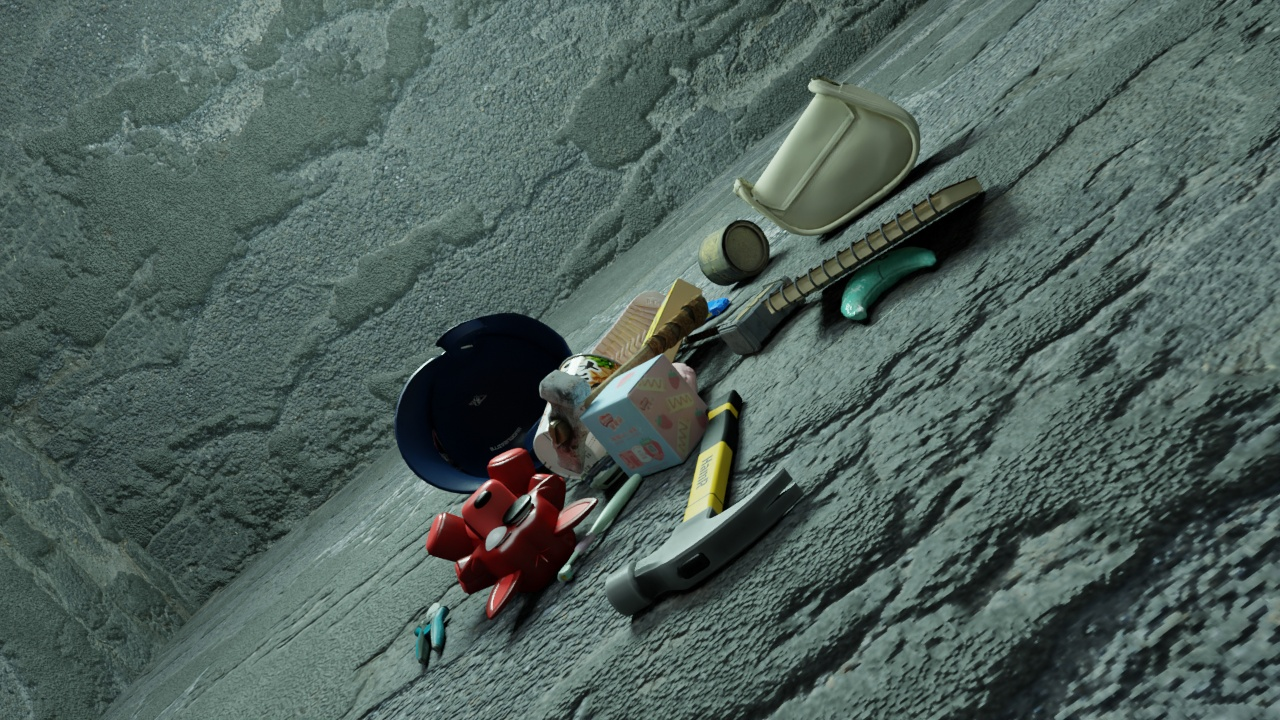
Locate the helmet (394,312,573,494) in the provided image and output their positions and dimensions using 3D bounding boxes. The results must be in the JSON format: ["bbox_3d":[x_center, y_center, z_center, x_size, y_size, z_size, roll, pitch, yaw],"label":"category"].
[{"bbox_3d":[-0.220,0.080,1.332,0.271,0.232,0.224,-34,-16,-28],"label":"helmet"}]

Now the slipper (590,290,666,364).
[{"bbox_3d":[-0.019,-0.003,1.322,0.238,0.094,0.065,-61,-1,-38],"label":"slipper"}]

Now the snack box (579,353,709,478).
[{"bbox_3d":[0.008,0.061,0.985,0.093,0.095,0.079,-28,16,49],"label":"snack box"}]

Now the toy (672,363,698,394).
[{"bbox_3d":[0.027,0.052,1.089,0.105,0.053,0.108,-53,9,10],"label":"toy"}]

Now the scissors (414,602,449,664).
[{"bbox_3d":[-0.243,0.310,1.043,0.137,0.019,0.137,-28,17,46],"label":"scissors"}]

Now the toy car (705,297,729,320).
[{"bbox_3d":[0.084,-0.087,1.403,0.092,0.062,0.033,-31,14,40],"label":"toy car"}]

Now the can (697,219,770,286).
[{"bbox_3d":[0.147,-0.168,1.441,0.089,0.090,0.075,-45,13,-25],"label":"can"}]

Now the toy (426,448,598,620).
[{"bbox_3d":[-0.137,0.180,0.973,0.158,0.120,0.197,-44,19,-15],"label":"toy"}]

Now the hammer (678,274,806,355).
[{"bbox_3d":[0.101,-0.040,1.230,0.098,0.044,0.323,-44,9,-19],"label":"hammer"}]

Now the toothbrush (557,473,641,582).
[{"bbox_3d":[-0.039,0.167,0.934,0.154,0.015,0.022,-49,-17,-42],"label":"toothbrush"}]

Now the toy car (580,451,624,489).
[{"bbox_3d":[-0.038,0.125,1.051,0.048,0.033,0.105,-46,-2,1],"label":"toy car"}]

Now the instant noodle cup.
[{"bbox_3d":[-0.071,0.077,1.156,0.124,0.123,0.121,-30,23,42],"label":"instant noodle cup"}]

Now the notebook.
[{"bbox_3d":[0.247,-0.121,0.982,0.226,0.024,0.167,-33,-4,35],"label":"notebook"}]

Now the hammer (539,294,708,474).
[{"bbox_3d":[-0.007,0.007,1.111,0.049,0.122,0.317,17,39,30],"label":"hammer"}]

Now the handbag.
[{"bbox_3d":[0.269,-0.284,1.300,0.230,0.184,0.131,-53,1,28],"label":"handbag"}]

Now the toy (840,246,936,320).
[{"bbox_3d":[0.244,-0.082,0.927,0.105,0.033,0.085,-39,16,8],"label":"toy"}]

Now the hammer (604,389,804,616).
[{"bbox_3d":[0.068,0.096,0.825,0.170,0.034,0.323,-35,11,19],"label":"hammer"}]

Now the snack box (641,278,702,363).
[{"bbox_3d":[0.035,-0.036,1.255,0.125,0.040,0.088,-66,4,-31],"label":"snack box"}]
